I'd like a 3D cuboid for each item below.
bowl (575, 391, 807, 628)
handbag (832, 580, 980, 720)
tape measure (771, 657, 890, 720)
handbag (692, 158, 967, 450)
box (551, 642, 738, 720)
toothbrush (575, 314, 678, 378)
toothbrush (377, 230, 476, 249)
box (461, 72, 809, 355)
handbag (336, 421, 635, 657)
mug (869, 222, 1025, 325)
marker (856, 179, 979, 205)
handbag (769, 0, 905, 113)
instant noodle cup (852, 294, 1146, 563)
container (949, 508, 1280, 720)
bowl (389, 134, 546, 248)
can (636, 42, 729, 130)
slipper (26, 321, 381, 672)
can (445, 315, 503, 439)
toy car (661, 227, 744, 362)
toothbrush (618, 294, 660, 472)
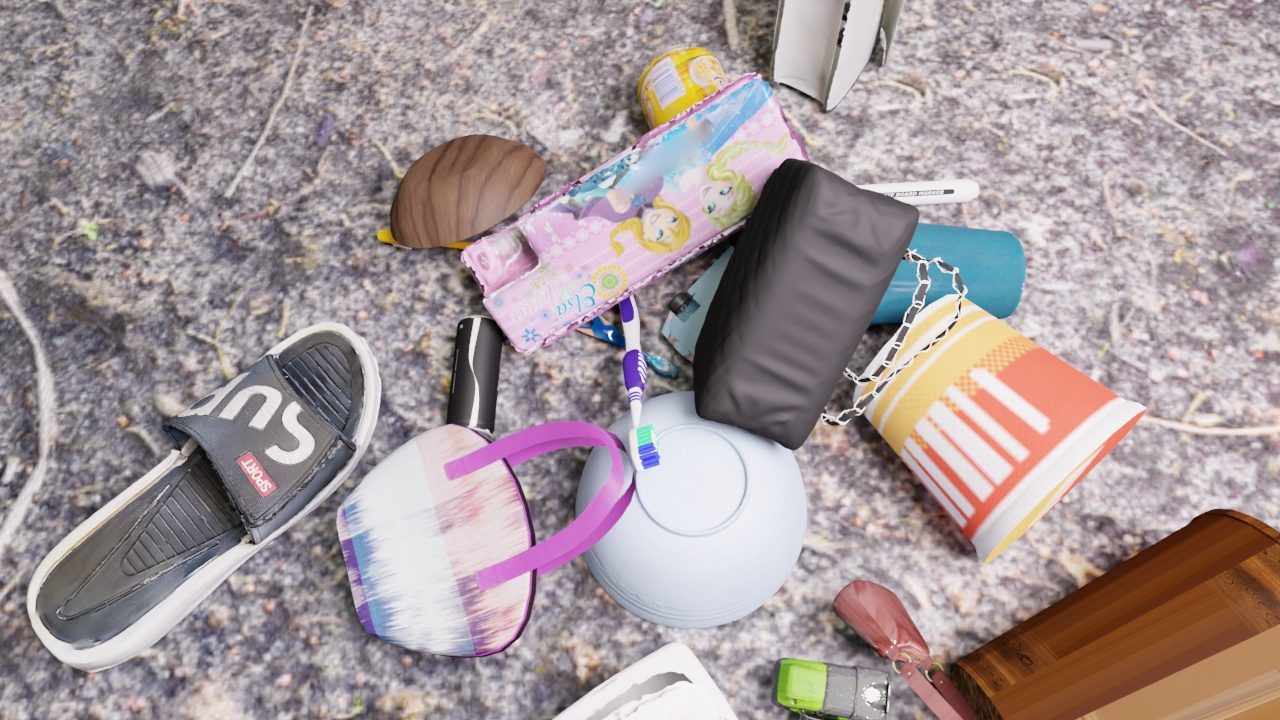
[{"bbox_3d":[0.031,0.081,0.557,0.150,0.075,0.150,-1,67,1],"label":"bowl"},{"bbox_3d":[0.156,0.174,0.503,0.029,0.055,0.119,-51,42,13],"label":"handbag"},{"bbox_3d":[0.106,0.190,0.517,0.066,0.059,0.035,4,68,16],"label":"tape measure"},{"bbox_3d":[0.103,-0.035,0.544,0.114,0.125,0.154,17,109,-11],"label":"handbag"},{"bbox_3d":[0.005,0.217,0.489,0.108,0.102,0.102,-31,69,-8],"label":"box"},{"bbox_3d":[-0.032,-0.024,0.634,0.135,0.017,0.021,31,80,13],"label":"toothbrush"},{"bbox_3d":[-0.093,-0.078,0.653,0.197,0.031,0.031,8,72,8],"label":"toothbrush"},{"bbox_3d":[-0.003,-0.093,0.592,0.230,0.063,0.084,-31,90,7],"label":"box"},{"bbox_3d":[-0.083,0.090,0.532,0.170,0.068,0.144,-27,67,14],"label":"handbag"},{"bbox_3d":[0.186,-0.058,0.613,0.121,0.078,0.078,2,67,-3],"label":"mug"},{"bbox_3d":[0.179,-0.119,0.667,0.133,0.017,0.020,-3,104,1],"label":"marker"},{"bbox_3d":[0.172,-0.286,0.664,0.074,0.151,0.175,32,71,14],"label":"handbag"},{"bbox_3d":[0.206,0.034,0.552,0.123,0.123,0.121,-37,63,-13],"label":"instant noodle cup"},{"bbox_3d":[0.267,0.174,0.488,0.167,0.132,0.132,-24,68,-2],"label":"container"},{"bbox_3d":[-0.127,-0.127,0.641,0.119,0.032,0.119,-15,38,12],"label":"bowl"},{"bbox_3d":[0.043,-0.168,0.664,0.067,0.068,0.105,-18,68,-6],"label":"can"},{"bbox_3d":[-0.272,0.077,0.579,0.111,0.063,0.263,42,77,17],"label":"slipper"},{"bbox_3d":[-0.111,0.012,0.614,0.031,0.031,0.080,1,67,2],"label":"can"},{"bbox_3d":[0.065,-0.043,0.633,0.060,0.027,0.108,44,91,11],"label":"toy car"},{"bbox_3d":[-0.003,0.003,0.577,0.016,0.015,0.186,-19,36,9],"label":"toothbrush"}]
